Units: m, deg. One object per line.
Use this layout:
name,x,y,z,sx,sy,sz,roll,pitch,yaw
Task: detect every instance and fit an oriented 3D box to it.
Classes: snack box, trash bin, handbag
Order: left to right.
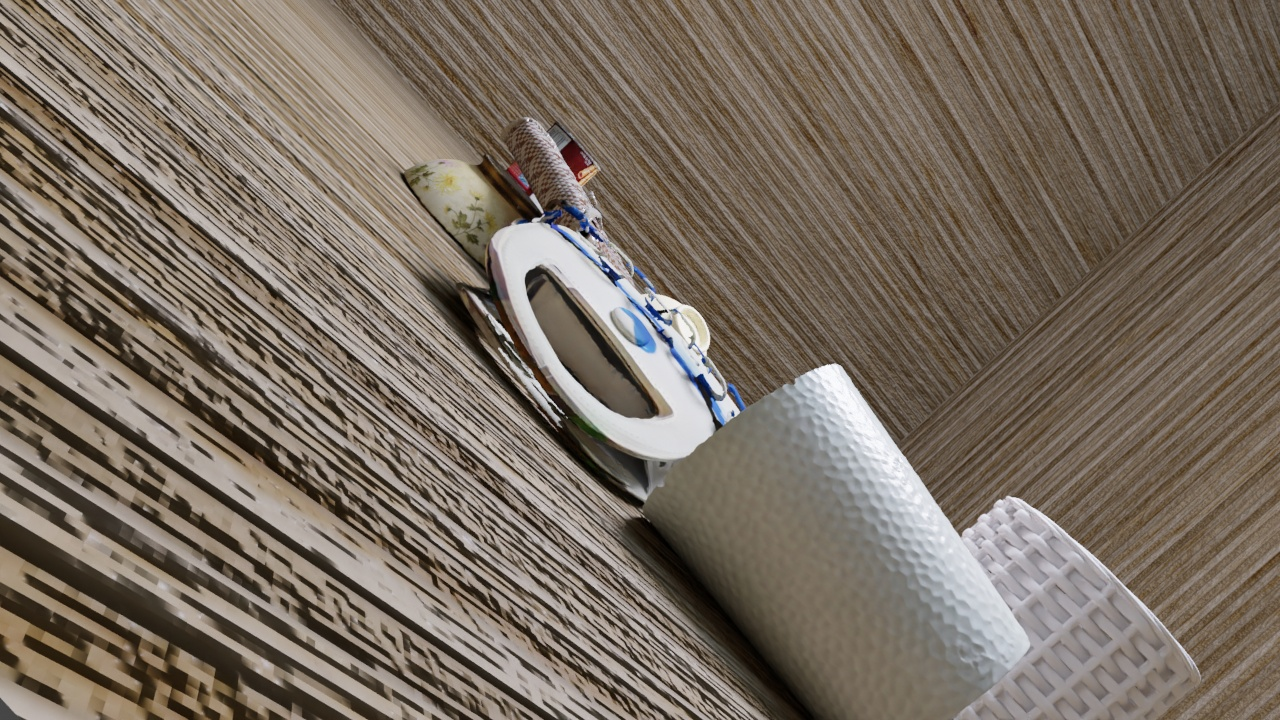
snack box,-0.109,-0.185,0.969,0.072,0.121,0.072,47,2,-3
handbag,-0.054,-0.122,0.794,0.185,0.047,0.124,61,3,40
handbag,-0.023,-0.006,0.551,0.200,0.093,0.199,48,10,7
trash bin,0.101,0.105,0.469,0.161,0.133,0.133,53,5,19

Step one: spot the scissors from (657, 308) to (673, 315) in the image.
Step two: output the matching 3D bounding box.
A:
scissors,-0.016,-0.025,0.751,0.171,0.012,0.157,4,-23,40

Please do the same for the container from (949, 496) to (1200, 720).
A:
container,0.285,0.236,0.714,0.189,0.187,0.189,47,3,-4

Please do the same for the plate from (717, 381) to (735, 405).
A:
plate,0.083,0.107,0.725,0.230,0.021,0.229,56,15,-24

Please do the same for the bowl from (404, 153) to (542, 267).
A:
bowl,-0.132,-0.133,0.800,0.145,0.063,0.145,47,5,-6

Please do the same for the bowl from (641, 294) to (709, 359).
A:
bowl,0.022,-0.016,0.858,0.118,0.074,0.117,30,47,-38
